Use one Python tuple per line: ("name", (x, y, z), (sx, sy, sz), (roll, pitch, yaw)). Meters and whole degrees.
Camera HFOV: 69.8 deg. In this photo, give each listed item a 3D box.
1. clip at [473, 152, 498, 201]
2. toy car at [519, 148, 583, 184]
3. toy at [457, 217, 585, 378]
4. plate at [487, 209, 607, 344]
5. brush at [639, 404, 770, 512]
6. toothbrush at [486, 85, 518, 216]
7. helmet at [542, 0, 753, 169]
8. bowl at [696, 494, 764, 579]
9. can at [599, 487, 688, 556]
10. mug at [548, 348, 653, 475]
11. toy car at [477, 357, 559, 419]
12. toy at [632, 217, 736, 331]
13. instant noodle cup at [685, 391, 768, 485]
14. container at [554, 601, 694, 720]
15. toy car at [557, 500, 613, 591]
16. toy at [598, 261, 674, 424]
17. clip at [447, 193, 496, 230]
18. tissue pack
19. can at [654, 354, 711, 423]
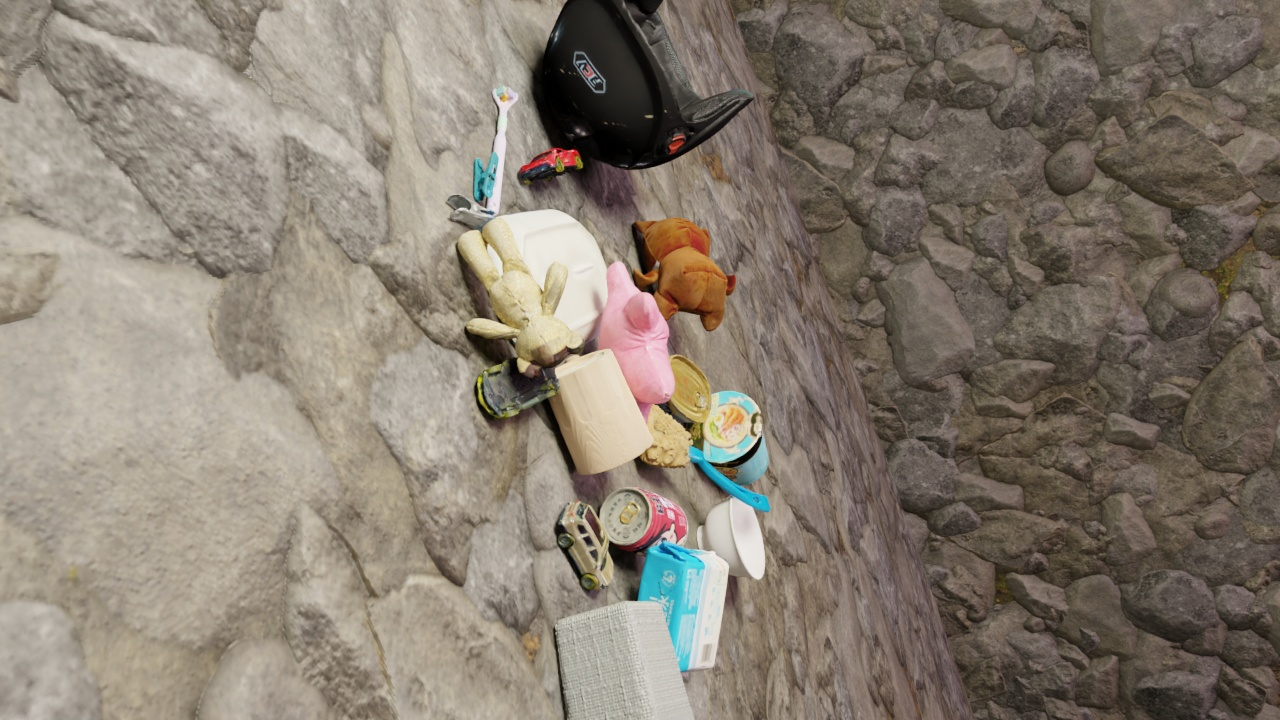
("clip", (-0.156, -0.183, 0.918), (0.014, 0.040, 0.056), (44, 42, -50))
("toy car", (-0.103, -0.223, 1.044), (0.031, 0.049, 0.106), (68, 21, -9))
("toy", (-0.113, -0.059, 0.832), (0.157, 0.105, 0.066), (59, -4, 15))
("plate", (-0.089, -0.089, 0.993), (0.162, 0.034, 0.265), (71, 20, -5))
("brush", (0.076, 0.131, 1.136), (0.254, 0.046, 0.083), (35, 28, -33))
("toothbrush", (-0.149, -0.223, 0.970), (0.021, 0.029, 0.188), (108, -16, -53))
("helmet", (-0.011, -0.350, 1.130), (0.233, 0.231, 0.274), (58, 19, 3))
("bowl", (0.113, 0.235, 1.205), (0.118, 0.065, 0.118), (53, 28, -44))
("can", (0.004, 0.172, 0.971), (0.093, 0.067, 0.066), (36, 41, -58))
("mug", (-0.047, 0.048, 0.943), (0.124, 0.084, 0.103), (-132, -161, -80))
("toy car", (-0.115, 0.022, 0.840), (0.105, 0.032, 0.048), (-28, 97, -58))
("toy", (0.056, -0.127, 1.286), (0.140, 0.131, 0.199), (9, 45, -25))
("instant noodle cup", (0.134, 0.121, 1.309), (0.120, 0.111, 0.111), (58, 24, -52))
("container", (-0.017, 0.277, 0.807), (0.090, 0.090, 0.114), (30, 42, -62))
("toy car", (-0.049, 0.179, 0.878), (0.042, 0.035, 0.090), (-64, 135, -60))
("toy", (-0.006, 0.006, 0.986), (0.178, 0.074, 0.195), (-125, -147, -56))
("clip", (-0.159, -0.138, 0.867), (0.057, 0.025, 0.033), (23, 47, -58))
("tissue pack", (0.037, 0.258, 0.944), (0.090, 0.063, 0.140), (19, 79, -53))
("can", (0.043, 0.038, 1.186), (0.148, 0.049, 0.074), (34, 58, -58))
